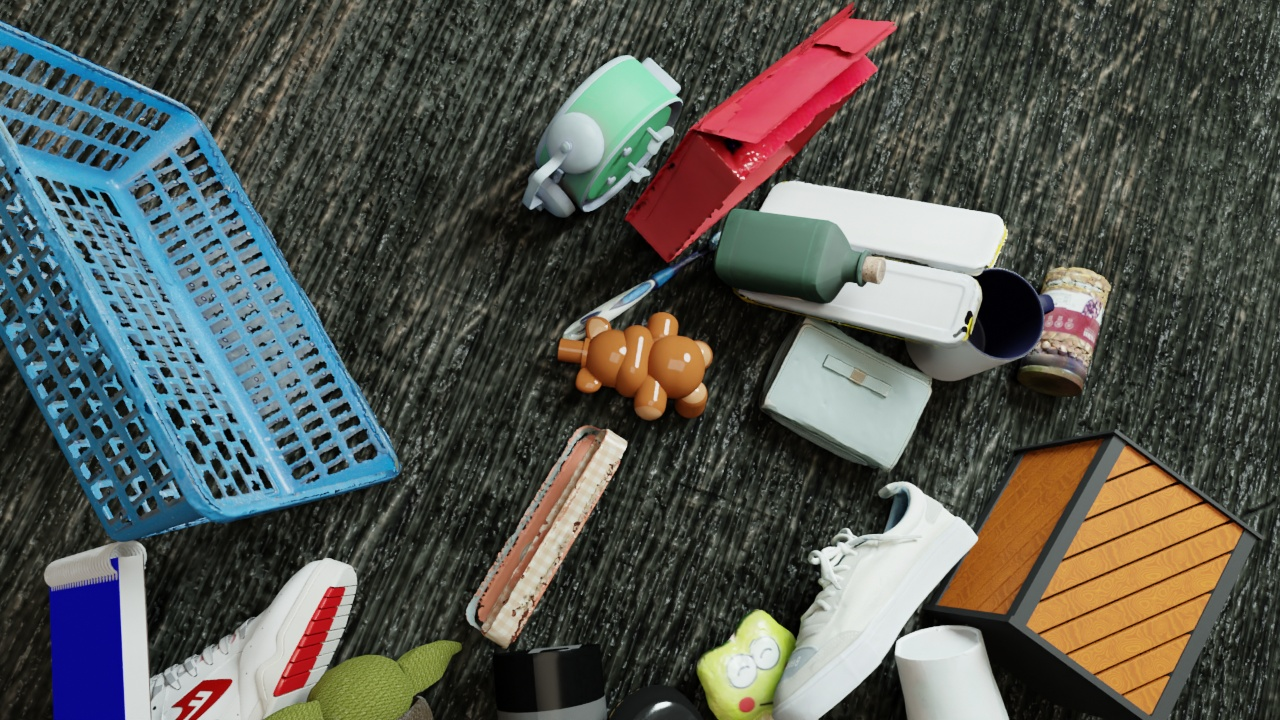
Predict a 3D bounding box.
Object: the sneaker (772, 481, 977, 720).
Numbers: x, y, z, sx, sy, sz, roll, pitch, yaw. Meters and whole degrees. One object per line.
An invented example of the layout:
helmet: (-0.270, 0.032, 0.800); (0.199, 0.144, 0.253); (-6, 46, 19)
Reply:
sneaker: (0.168, 0.187, 0.733); (0.091, 0.090, 0.241); (44, 59, 14)

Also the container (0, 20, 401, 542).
container: (-0.338, -0.041, 0.642); (0.089, 0.257, 0.362); (-32, 84, 7)

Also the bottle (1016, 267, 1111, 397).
bottle: (0.382, -0.026, 0.828); (0.056, 0.056, 0.105); (22, 76, -4)

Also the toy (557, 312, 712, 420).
toy: (-0.005, 0.005, 0.771); (0.128, 0.065, 0.094); (9, 70, 2)

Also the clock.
clock: (-0.035, -0.174, 0.756); (0.075, 0.122, 0.161); (44, 57, 3)

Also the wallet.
wallet: (0.176, 0.027, 0.794); (0.131, 0.054, 0.100); (25, 76, 2)

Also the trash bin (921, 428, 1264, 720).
trash bin: (0.357, 0.174, 0.742); (0.139, 0.140, 0.171); (36, 76, 0)

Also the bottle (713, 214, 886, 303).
bottle: (0.132, -0.082, 0.747); (0.131, 0.061, 0.061); (13, 84, 29)

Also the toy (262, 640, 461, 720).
toy: (-0.191, 0.290, 0.660); (0.179, 0.078, 0.152); (-12, 82, -50)

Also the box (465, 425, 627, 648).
box: (-0.072, 0.134, 0.725); (0.042, 0.083, 0.186); (35, 74, -12)

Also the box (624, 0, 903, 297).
box: (0.094, -0.178, 0.743); (0.153, 0.165, 0.214); (18, 48, 37)

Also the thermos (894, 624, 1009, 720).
thermos: (0.254, 0.325, 0.712); (0.099, 0.099, 0.220); (-14, 89, -11)

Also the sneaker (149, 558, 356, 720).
sneaker: (-0.306, 0.242, 0.667); (0.104, 0.090, 0.236); (25, 79, 5)

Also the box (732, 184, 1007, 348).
box: (0.188, -0.087, 0.777); (0.210, 0.036, 0.129); (16, 72, 29)

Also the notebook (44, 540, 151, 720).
notebook: (-0.360, 0.212, 0.607); (0.022, 0.210, 0.171); (1, 77, -42)

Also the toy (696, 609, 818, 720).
toy: (0.100, 0.265, 0.737); (0.092, 0.046, 0.115); (-36, 94, -22)

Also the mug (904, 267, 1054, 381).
mug: (0.302, -0.033, 0.797); (0.111, 0.097, 0.078); (-15, 81, -11)

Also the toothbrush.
toothbrush: (0.010, -0.068, 0.802); (0.188, 0.017, 0.016); (-33, 86, -14)

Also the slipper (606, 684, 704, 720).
slipper: (0.051, 0.356, 0.693); (0.112, 0.076, 0.268); (-38, 102, -28)

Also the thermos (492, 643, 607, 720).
thermos: (-0.059, 0.335, 0.679); (0.082, 0.082, 0.240); (-5, 80, -9)
